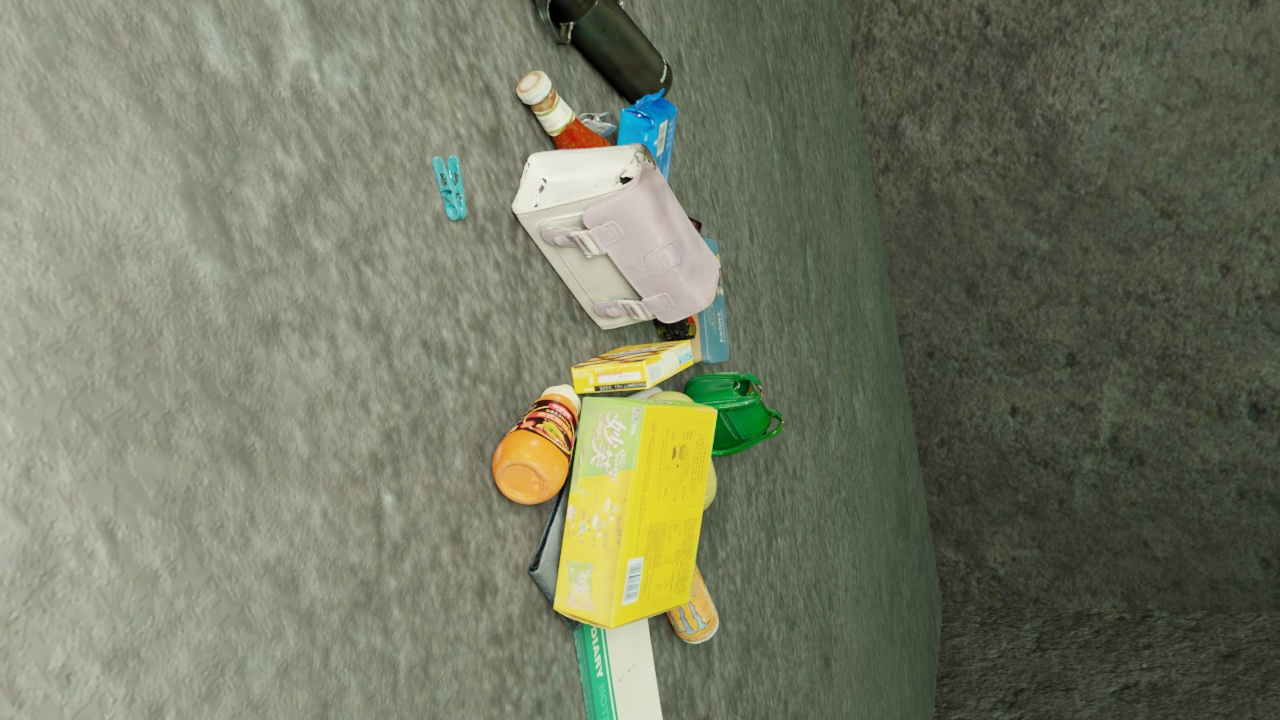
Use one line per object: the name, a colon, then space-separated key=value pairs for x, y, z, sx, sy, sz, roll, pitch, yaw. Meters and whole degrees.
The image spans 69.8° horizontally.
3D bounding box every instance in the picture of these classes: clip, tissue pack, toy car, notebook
clip: x=-0.161 y=-0.148 z=0.784 sx=0.039 sy=0.014 sz=0.056 roll=-34 pitch=117 yaw=-62
tissue pack: x=0.001 y=-0.237 z=1.087 sx=0.094 sy=0.052 sz=0.157 roll=-52 pitch=153 yaw=-59
clip: x=-0.053 y=-0.268 z=1.036 sx=0.058 sy=0.027 sz=0.045 roll=-8 pitch=75 yaw=-57
toy car: x=0.036 y=-0.066 z=1.161 sx=0.106 sy=0.049 sz=0.031 roll=61 pitch=32 yaw=-41
notebook: x=-0.022 y=0.346 z=0.993 sx=0.150 sy=0.012 sz=0.209 roll=-23 pitch=106 yaw=-64

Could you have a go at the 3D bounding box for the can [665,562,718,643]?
can: x=0.048 y=0.274 z=1.103 sx=0.058 sy=0.058 sz=0.146 roll=-67 pitch=143 yaw=-47

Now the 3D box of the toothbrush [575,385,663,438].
toothbrush: x=-0.026 y=0.059 z=1.025 sx=0.026 sy=0.027 sz=0.220 roll=66 pitch=25 yaw=2

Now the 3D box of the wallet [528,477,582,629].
wallet: x=-0.069 y=0.190 z=0.912 sx=0.120 sy=0.019 sz=0.097 roll=-73 pitch=147 yaw=-45

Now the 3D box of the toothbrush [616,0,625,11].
toothbrush: x=-0.008 y=-0.363 z=1.167 sx=0.014 sy=0.016 sz=0.190 roll=-44 pitch=126 yaw=-51

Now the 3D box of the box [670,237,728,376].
box: x=0.074 y=-0.073 z=1.236 sx=0.089 sy=0.060 sz=0.184 roll=-15 pitch=97 yaw=-65

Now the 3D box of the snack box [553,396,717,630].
snack box: x=-0.001 y=0.142 z=0.902 sx=0.157 sy=0.070 sz=0.210 roll=7 pitch=91 yaw=-59

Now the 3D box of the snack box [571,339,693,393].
snack box: x=-0.006 y=0.006 z=1.005 sx=0.140 sy=0.087 sz=0.034 roll=-20 pitch=104 yaw=-65

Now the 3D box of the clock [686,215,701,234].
clock: x=0.033 y=-0.145 z=1.116 sx=0.082 sy=0.055 sz=0.121 roll=-63 pitch=174 yaw=11

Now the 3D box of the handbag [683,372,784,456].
handbag: x=0.123 y=0.071 z=1.240 sx=0.131 sy=0.120 sz=0.067 roll=52 pitch=34 yaw=-47

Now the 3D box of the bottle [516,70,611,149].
bottle: x=-0.061 y=-0.220 z=0.971 sx=0.206 sy=0.060 sz=0.059 roll=47 pitch=43 yaw=-46

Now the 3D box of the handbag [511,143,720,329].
handbag: x=-0.019 y=-0.122 z=0.934 sx=0.197 sy=0.145 sz=0.098 roll=52 pitch=37 yaw=-48

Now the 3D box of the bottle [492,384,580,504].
bottle: x=-0.088 y=0.068 z=0.851 sx=0.149 sy=0.067 sz=0.067 roll=-69 pitch=145 yaw=-57

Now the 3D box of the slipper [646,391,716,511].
slipper: x=0.036 y=0.104 z=1.075 sx=0.081 sy=0.091 sz=0.191 roll=-103 pitch=-177 yaw=-56

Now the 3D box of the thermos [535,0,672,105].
thermos: x=-0.046 y=-0.358 z=1.030 sx=0.242 sy=0.068 sz=0.090 roll=24 pitch=78 yaw=-61
